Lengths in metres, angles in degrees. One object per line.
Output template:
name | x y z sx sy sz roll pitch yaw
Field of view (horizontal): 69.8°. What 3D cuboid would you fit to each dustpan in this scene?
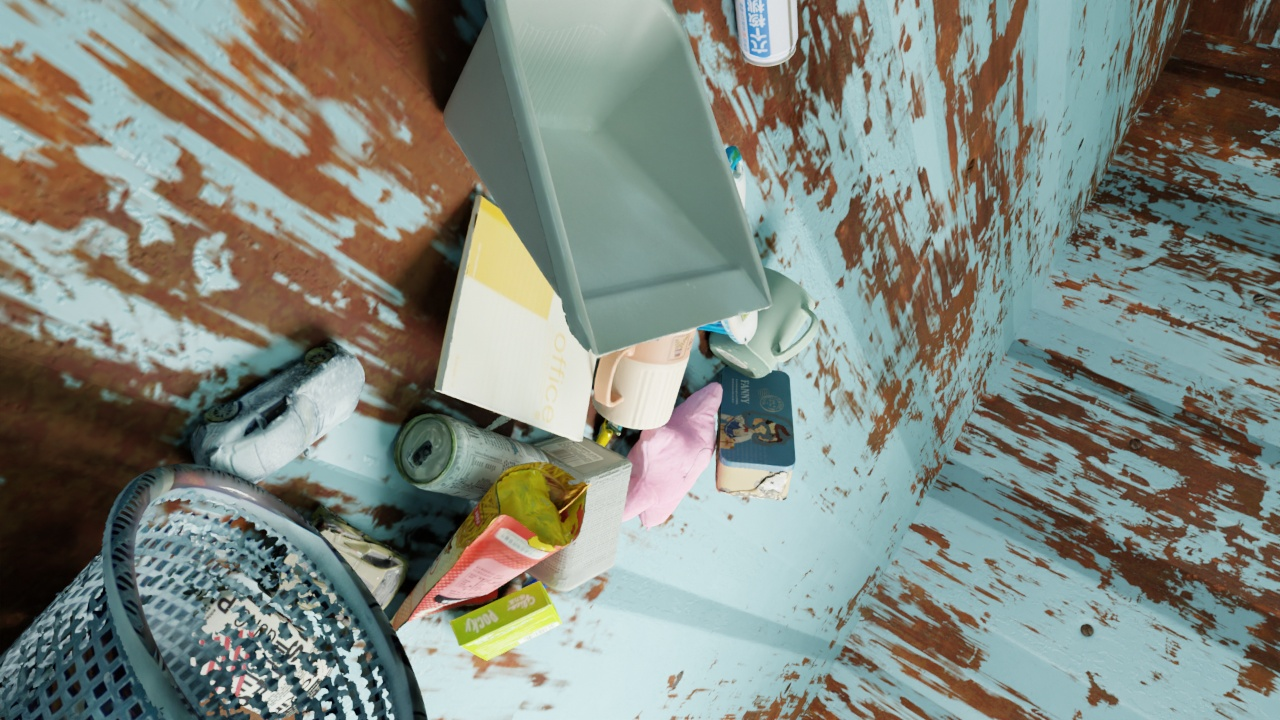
dustpan | -0.007 -0.160 0.600 0.222 0.257 0.143 -18 152 -52

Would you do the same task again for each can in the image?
can | 0.106 -0.323 0.785 0.053 0.053 0.135 -49 149 -23
can | -0.131 0.084 0.742 0.058 0.058 0.146 -61 151 -2

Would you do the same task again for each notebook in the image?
notebook | -0.085 -0.023 0.727 0.206 0.010 0.145 32 66 -61

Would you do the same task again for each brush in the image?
brush | 0.069 -0.104 0.854 0.060 0.109 0.315 -51 150 -16

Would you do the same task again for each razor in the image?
razor | -0.042 0.117 0.947 0.043 0.028 0.133 -75 178 -69

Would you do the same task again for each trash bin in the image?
trash bin | -0.257 0.200 0.482 0.195 0.226 0.226 -36 149 1

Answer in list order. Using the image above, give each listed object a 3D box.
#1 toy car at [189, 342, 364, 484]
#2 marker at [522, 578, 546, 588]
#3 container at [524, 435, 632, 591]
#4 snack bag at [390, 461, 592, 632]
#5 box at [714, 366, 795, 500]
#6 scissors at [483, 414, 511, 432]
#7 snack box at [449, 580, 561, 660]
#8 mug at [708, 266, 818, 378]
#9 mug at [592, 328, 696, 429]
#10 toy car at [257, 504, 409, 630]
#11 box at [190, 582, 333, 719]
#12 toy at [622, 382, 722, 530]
toy car | -0.223 0.037 0.578 0.120 0.037 0.054 -42 145 -38
marker | -0.071 0.211 0.992 0.145 0.017 0.017 -33 140 -42
container | -0.068 0.136 0.860 0.090 0.090 0.114 -14 122 -55
snack bag | -0.127 0.167 0.757 0.128 0.073 0.208 -16 156 -48
box | 0.133 0.078 1.075 0.183 0.090 0.061 -86 180 -49
scissors | -0.078 0.022 0.788 0.159 0.014 0.178 -62 156 -28
snack box | -0.120 0.243 0.848 0.085 0.026 0.156 -24 161 -9
mug | 0.143 -0.036 1.030 0.106 0.112 0.082 -55 136 -9
mug | -0.005 0.005 0.851 0.114 0.082 0.106 -32 142 -55
toy car | -0.220 0.159 0.683 0.070 0.042 0.158 -55 153 -13
box | -0.265 0.206 0.635 0.070 0.055 0.164 -35 146 -9
toy | 0.034 0.114 1.021 0.194 0.074 0.179 -29 144 -54
